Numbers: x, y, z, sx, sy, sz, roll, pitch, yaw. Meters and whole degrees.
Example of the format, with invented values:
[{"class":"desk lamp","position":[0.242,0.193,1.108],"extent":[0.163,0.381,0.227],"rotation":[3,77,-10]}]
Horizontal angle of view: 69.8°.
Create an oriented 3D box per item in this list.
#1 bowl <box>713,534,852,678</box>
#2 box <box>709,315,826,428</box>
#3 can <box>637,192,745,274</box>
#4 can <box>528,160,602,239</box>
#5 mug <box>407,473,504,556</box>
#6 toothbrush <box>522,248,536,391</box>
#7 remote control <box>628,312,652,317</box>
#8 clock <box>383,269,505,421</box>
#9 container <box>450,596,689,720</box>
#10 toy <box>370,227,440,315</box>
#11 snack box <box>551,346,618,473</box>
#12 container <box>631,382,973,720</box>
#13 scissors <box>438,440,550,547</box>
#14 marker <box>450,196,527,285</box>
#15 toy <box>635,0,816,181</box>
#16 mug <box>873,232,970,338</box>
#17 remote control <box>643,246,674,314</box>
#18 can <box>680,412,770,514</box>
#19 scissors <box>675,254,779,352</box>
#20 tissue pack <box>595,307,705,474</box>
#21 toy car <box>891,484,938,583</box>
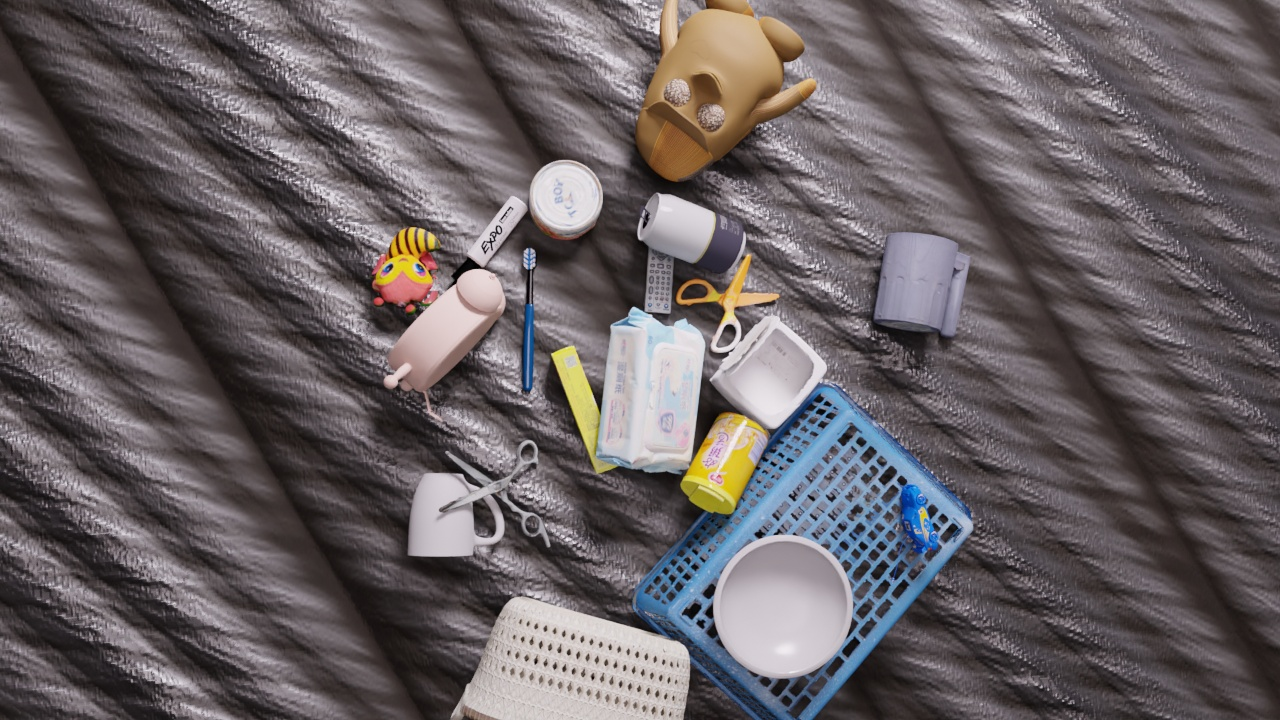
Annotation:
[{"class":"bowl","position":[0.149,0.259,0.982],"extent":[0.149,0.043,0.149],"rotation":[0,88,-5]},{"class":"box","position":[0.146,0.004,1.038],"extent":[0.126,0.137,0.108],"rotation":[43,82,-4]},{"class":"can","position":[0.054,-0.148,1.058],"extent":[0.127,0.064,0.064],"rotation":[18,86,-18]},{"class":"can","position":[-0.088,-0.187,1.069],"extent":[0.086,0.043,0.086],"rotation":[0,86,-6]},{"class":"mug","position":[-0.206,0.173,1.035],"extent":[0.107,0.071,0.089],"rotation":[4,80,-22]},{"class":"toothbrush","position":[-0.130,-0.047,1.074],"extent":[0.014,0.014,0.167],"rotation":[1,87,6]},{"class":"remote control","position":[-0.006,0.006,1.084],"extent":[0.028,0.012,0.124],"rotation":[6,87,-5]},{"class":"clock","position":[-0.204,-0.022,1.006],"extent":[0.086,0.131,0.160],"rotation":[37,84,-3]},{"class":"container","position":[-0.064,0.349,0.986],"extent":[0.246,0.185,0.142],"rotation":[17,76,-5]},{"class":"toy","position":[-0.267,-0.101,1.047],"extent":[0.084,0.046,0.103],"rotation":[10,76,17]},{"class":"snack box","position":[-0.065,0.057,1.062],"extent":[0.029,0.040,0.148],"rotation":[-21,90,-6]},{"class":"container","position":[0.199,0.234,1.056],"extent":[0.257,0.089,0.362],"rotation":[43,84,-3]},{"class":"scissors","position":[-0.155,0.154,1.037],"extent":[0.141,0.014,0.173],"rotation":[-45,112,-35]},{"class":"marker","position":[-0.178,-0.135,1.067],"extent":[0.025,0.025,0.126],"rotation":[37,85,-3]},{"class":"toy","position":[0.072,-0.301,1.040],"extent":[0.198,0.162,0.203],"rotation":[36,95,4]},{"class":"mug","position":[0.341,-0.087,1.095],"extent":[0.123,0.084,0.104],"rotation":[13,87,-32]},{"class":"remote control","position":[0.024,-0.124,1.091],"extent":[0.033,0.013,0.136],"rotation":[4,87,-6]},{"class":"can","position":[0.097,0.117,1.048],"extent":[0.067,0.068,0.104],"rotation":[33,66,-3]},{"class":"scissors","position":[0.106,-0.065,1.098],"extent":[0.125,0.011,0.127],"rotation":[-5,90,-4]},{"class":"tissue pack","position":[0.015,0.035,1.036],"extent":[0.112,0.070,0.182],"rotation":[9,87,-45]},{"class":"toy car","position":[0.287,0.188,1.002],"extent":[0.061,0.033,0.092],"rotation":[-19,90,-13]}]
